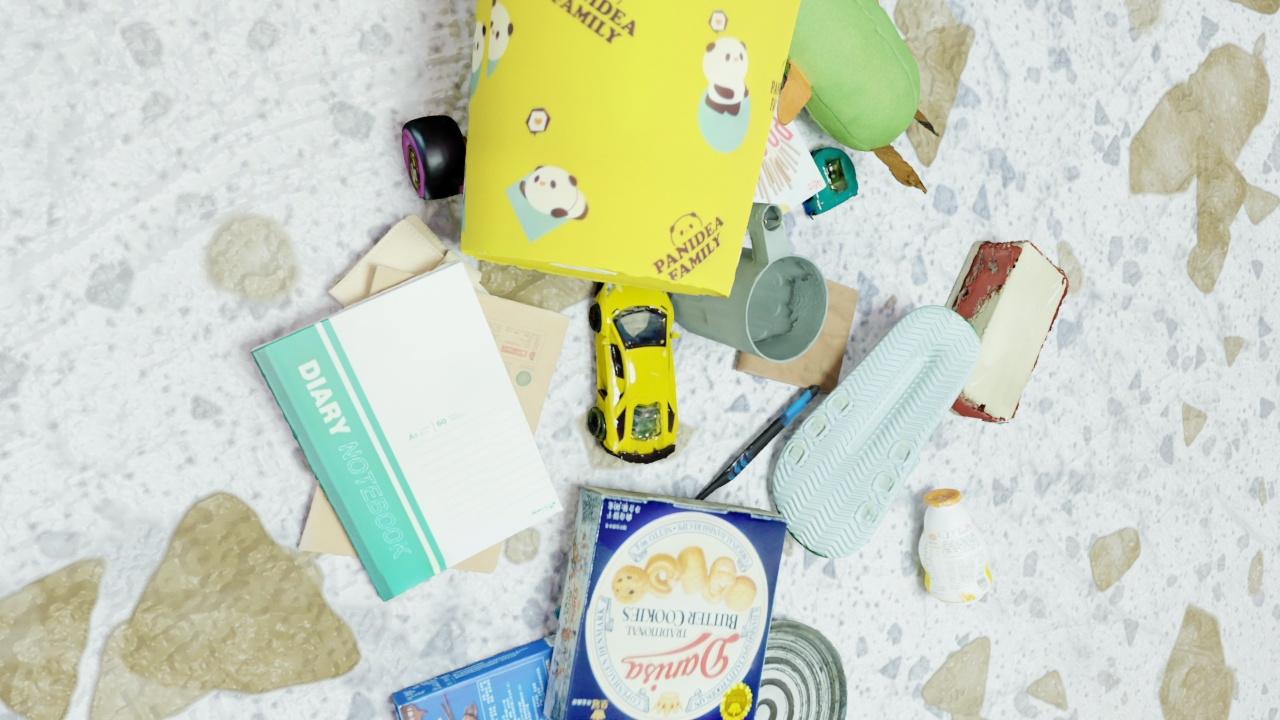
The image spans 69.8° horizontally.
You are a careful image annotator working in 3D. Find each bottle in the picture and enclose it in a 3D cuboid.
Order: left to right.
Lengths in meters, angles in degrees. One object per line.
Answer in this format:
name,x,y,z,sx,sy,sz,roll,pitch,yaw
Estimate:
bottle,0.302,0.180,0.890,0.063,0.063,0.108,-20,104,-25

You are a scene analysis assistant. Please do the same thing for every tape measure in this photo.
tape measure,-0.140,-0.141,0.638,0.039,0.058,0.057,-17,100,-22
tape measure,0.166,-0.160,0.812,0.058,0.025,0.054,-30,108,-23

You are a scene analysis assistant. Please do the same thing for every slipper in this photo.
slipper,0.208,0.060,0.817,0.104,0.074,0.245,36,91,17

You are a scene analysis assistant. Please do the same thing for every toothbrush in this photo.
toothbrush,0.093,0.085,0.796,0.189,0.016,0.014,-42,116,-14

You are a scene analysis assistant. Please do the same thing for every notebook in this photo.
notebook,-0.156,0.053,0.648,0.150,0.012,0.209,-26,113,-17
notebook,-0.146,0.049,0.663,0.147,0.008,0.208,14,96,-28

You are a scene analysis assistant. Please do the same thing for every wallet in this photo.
wallet,-0.151,-0.040,0.661,0.115,0.024,0.087,47,72,-22
wallet,0.142,-0.028,0.816,0.115,0.020,0.101,13,90,-30

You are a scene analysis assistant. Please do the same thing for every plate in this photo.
plate,0.111,0.319,0.828,0.179,0.024,0.179,-2,95,-25

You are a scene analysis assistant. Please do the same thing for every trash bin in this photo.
trash bin,-0.011,-0.181,0.609,0.229,0.230,0.255,8,93,-28

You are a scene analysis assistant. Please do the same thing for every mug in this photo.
mug,0.079,-0.067,0.720,0.083,0.103,0.124,-26,115,-27

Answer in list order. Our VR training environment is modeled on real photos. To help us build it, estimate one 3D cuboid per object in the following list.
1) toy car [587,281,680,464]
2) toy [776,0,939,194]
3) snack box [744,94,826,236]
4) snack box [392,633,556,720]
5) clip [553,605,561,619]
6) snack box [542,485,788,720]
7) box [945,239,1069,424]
toy car,-0.004,0.004,0.731,0.071,0.041,0.156,-4,95,-27
toy,0.167,-0.253,0.767,0.247,0.090,0.226,48,47,-15
snack box,0.083,-0.190,0.753,0.084,0.027,0.157,-35,101,-23
snack box,-0.105,0.272,0.709,0.156,0.026,0.084,-13,99,-26
clip,-0.042,0.206,0.741,0.056,0.043,0.014,8,91,-31
snack box,0.024,0.202,0.735,0.177,0.046,0.182,12,85,-29
box,0.346,-0.029,0.887,0.091,0.077,0.168,31,80,-27
